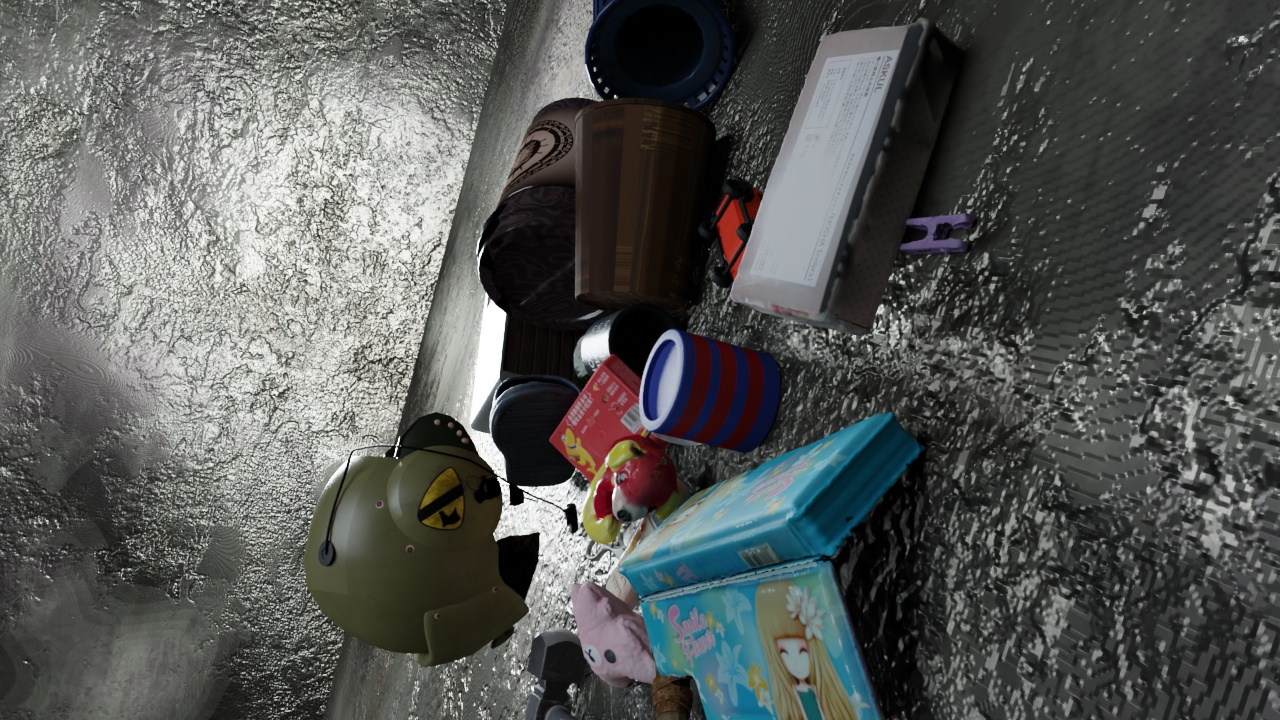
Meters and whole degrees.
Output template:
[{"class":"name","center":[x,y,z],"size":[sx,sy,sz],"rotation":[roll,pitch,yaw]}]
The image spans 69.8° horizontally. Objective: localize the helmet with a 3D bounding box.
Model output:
[{"class":"helmet","center":[-0.205,0.189,0.937],"size":[0.251,0.255,0.232],"rotation":[150,132,-65]}]

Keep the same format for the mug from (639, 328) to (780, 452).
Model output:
[{"class":"mug","center":[0.041,0.031,0.673],"size":[0.112,0.076,0.074],"rotation":[130,148,-50]}]

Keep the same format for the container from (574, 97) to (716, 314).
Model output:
[{"class":"container","center":[-0.002,-0.134,0.843],"size":[0.132,0.132,0.167],"rotation":[165,112,-68]}]

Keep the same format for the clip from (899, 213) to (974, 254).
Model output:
[{"class":"clip","center":[0.163,-0.066,0.506],"size":[0.053,0.013,0.037],"rotation":[-24,56,62]}]

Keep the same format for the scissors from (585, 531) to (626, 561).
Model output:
[{"class":"scissors","center":[-0.011,0.166,0.819],"size":[0.172,0.014,0.090],"rotation":[6,66,61]}]

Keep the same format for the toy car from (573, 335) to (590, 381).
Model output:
[{"class":"toy car","center":[-0.033,-0.016,0.930],"size":[0.106,0.033,0.048],"rotation":[-29,57,38]}]

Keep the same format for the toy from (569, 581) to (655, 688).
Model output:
[{"class":"toy","center":[-0.022,0.215,0.721],"size":[0.052,0.096,0.099],"rotation":[-35,-2,-32]}]

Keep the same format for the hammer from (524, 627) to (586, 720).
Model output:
[{"class":"hammer","center":[-0.031,0.315,0.737],"size":[0.323,0.043,0.156],"rotation":[-15,62,65]}]

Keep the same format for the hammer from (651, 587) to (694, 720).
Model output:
[{"class":"hammer","center":[0.020,0.262,0.599],"size":[0.122,0.049,0.318],"rotation":[-35,36,33]}]

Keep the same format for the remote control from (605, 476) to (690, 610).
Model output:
[{"class":"remote control","center":[0.006,0.152,0.755],"size":[0.126,0.018,0.038],"rotation":[-62,24,13]}]

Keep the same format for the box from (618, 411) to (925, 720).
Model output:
[{"class":"box","center":[0.059,0.127,0.537],"size":[0.228,0.083,0.172],"rotation":[-38,32,59]}]

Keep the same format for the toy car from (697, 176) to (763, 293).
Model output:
[{"class":"toy car","center":[0.079,-0.095,0.695],"size":[0.100,0.048,0.051],"rotation":[-98,30,-46]}]

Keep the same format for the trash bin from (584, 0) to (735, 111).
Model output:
[{"class":"trash bin","center":[0.014,-0.372,0.933],"size":[0.249,0.139,0.140],"rotation":[-93,26,-42]}]

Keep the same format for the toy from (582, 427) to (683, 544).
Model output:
[{"class":"toy","center":[-0.007,0.098,0.747],"size":[0.138,0.067,0.105],"rotation":[141,150,-68]}]

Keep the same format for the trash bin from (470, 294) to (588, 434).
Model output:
[{"class":"trash bin","center":[-0.120,-0.031,1.091],"size":[0.115,0.114,0.228],"rotation":[130,148,-50]}]

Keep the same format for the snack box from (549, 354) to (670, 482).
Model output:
[{"class":"snack box","center":[-0.024,0.065,0.821],"size":[0.021,0.089,0.133],"rotation":[-40,-9,-43]}]

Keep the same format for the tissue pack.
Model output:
[{"class":"tissue pack","center":[0.128,-0.109,0.568],"size":[0.104,0.071,0.181],"rotation":[20,95,58]}]

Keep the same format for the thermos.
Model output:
[{"class":"thermos","center":[-0.079,-0.171,1.019],"size":[0.173,0.172,0.225],"rotation":[127,156,-48]}]

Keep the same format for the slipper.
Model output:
[{"class":"slipper","center":[-0.103,0.061,0.957],"size":[0.264,0.101,0.082],"rotation":[103,164,-64]}]

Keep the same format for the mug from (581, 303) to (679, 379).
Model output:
[{"class":"mug","center":[-0.005,0.005,0.843],"size":[0.078,0.071,0.105],"rotation":[-15,89,68]}]
